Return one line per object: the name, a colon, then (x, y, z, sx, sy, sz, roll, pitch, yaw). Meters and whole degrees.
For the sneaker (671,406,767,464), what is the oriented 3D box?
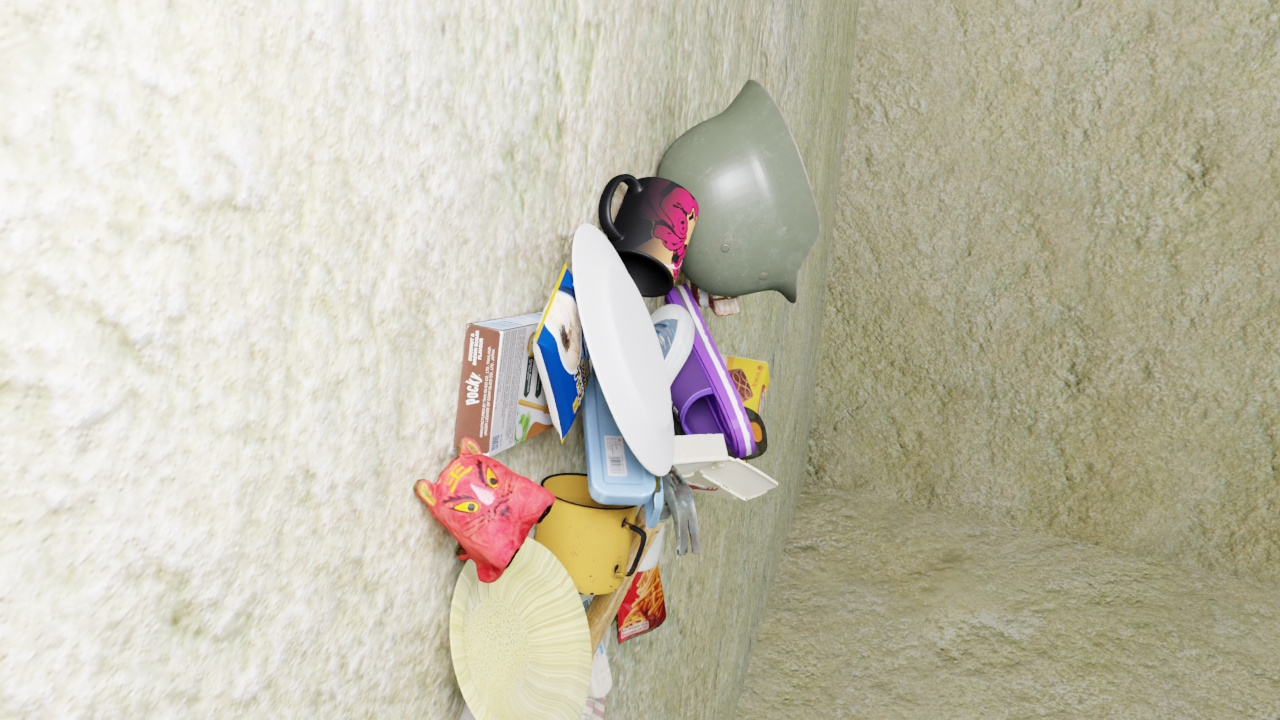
sneaker: (0.050, 0.103, 1.272, 0.237, 0.143, 0.101, 11, 67, -42)

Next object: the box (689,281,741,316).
box: (0.097, -0.096, 1.241, 0.071, 0.056, 0.187, 54, 5, -11)

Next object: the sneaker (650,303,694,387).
sneaker: (-0.006, 0.006, 1.059, 0.079, 0.088, 0.234, 49, 40, -25)

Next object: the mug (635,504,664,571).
mug: (-0.018, 0.198, 1.078, 0.115, 0.094, 0.068, -22, 121, -80)

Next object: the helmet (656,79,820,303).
helmet: (0.101, -0.173, 1.087, 0.226, 0.154, 0.268, -112, -179, -61)

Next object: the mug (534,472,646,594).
mug: (-0.047, 0.177, 0.913, 0.100, 0.124, 0.094, -3, 107, -53)

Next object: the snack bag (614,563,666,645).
snack bag: (-0.010, 0.271, 1.262, 0.138, 0.067, 0.208, -35, 124, -60)

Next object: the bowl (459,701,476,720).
bowl: (-0.137, 0.340, 0.857, 0.149, 0.043, 0.149, 9, 89, -73)

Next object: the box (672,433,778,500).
box: (0.057, 0.131, 1.071, 0.187, 0.145, 0.058, 11, 63, -34)

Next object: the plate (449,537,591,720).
plate: (-0.113, 0.248, 0.805, 0.184, 0.036, 0.184, 38, 41, -43)

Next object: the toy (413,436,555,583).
toy: (-0.128, 0.116, 0.720, 0.087, 0.094, 0.133, -56, -179, -32)

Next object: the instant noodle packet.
instant noodle packet: (-0.066, -0.004, 0.780, 0.134, 0.026, 0.086, 82, 19, -47)

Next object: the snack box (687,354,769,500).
snack box: (0.130, 0.102, 1.481, 0.062, 0.110, 0.229, 74, 31, -55)

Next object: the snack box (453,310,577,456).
snack box: (-0.097, 0.013, 0.795, 0.185, 0.032, 0.101, -21, 121, -71)

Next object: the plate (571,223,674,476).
plate: (-0.006, -0.013, 0.849, 0.242, 0.016, 0.242, -17, 90, -77)

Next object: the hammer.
hammer: (-0.032, 0.253, 0.984, 0.033, 0.132, 0.331, 6, 119, -40)

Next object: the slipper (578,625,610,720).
slipper: (-0.077, 0.444, 1.116, 0.115, 0.052, 0.262, 72, 33, -61)

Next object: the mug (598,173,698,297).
mug: (-0.001, -0.139, 0.960, 0.118, 0.082, 0.098, 43, 55, -39)

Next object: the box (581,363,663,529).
box: (-0.024, 0.060, 0.902, 0.086, 0.073, 0.208, 94, -8, -51)

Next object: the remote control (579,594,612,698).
remote control: (-0.060, 0.334, 1.079, 0.038, 0.018, 0.125, -16, 92, -56)

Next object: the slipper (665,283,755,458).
slipper: (0.058, 0.021, 1.154, 0.107, 0.084, 0.266, 76, -5, -52)
